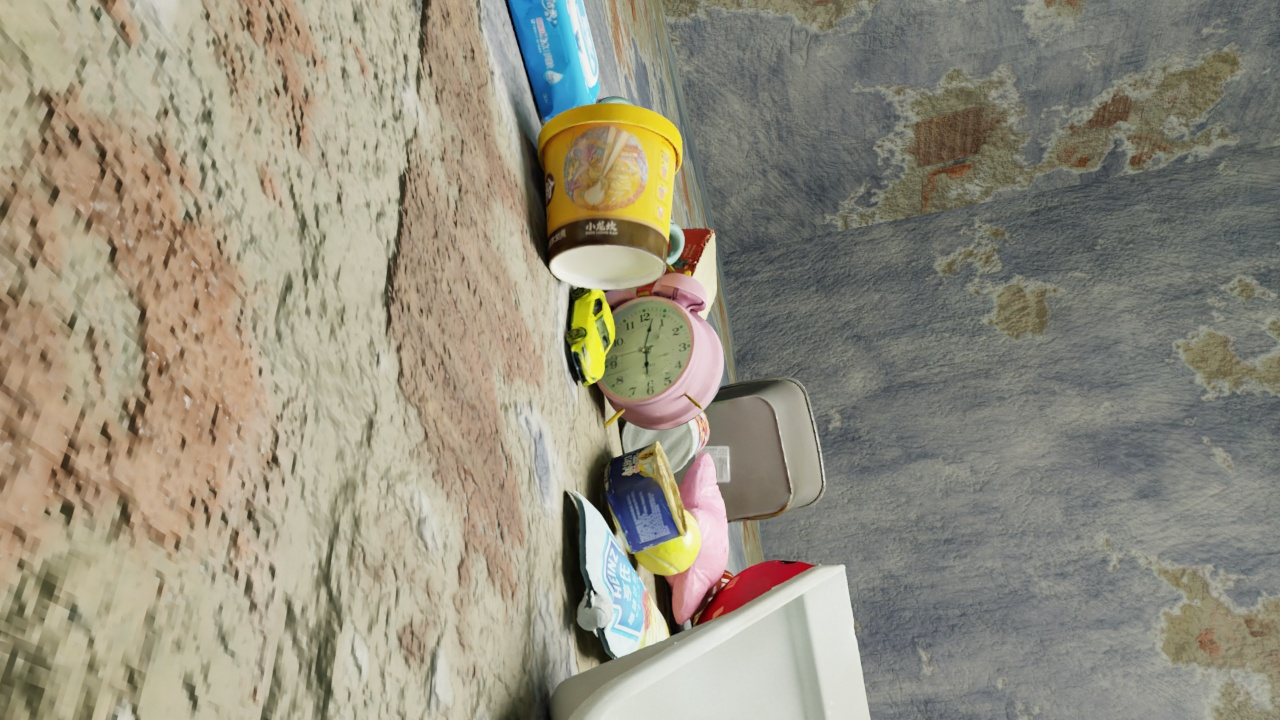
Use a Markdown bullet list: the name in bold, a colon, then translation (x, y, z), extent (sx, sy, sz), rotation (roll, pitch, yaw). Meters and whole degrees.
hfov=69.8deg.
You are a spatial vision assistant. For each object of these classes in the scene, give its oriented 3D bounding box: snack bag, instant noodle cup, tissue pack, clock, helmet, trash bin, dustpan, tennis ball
- **snack bag**: translation (-0.014, 0.186, 0.691), extent (0.191, 0.039, 0.110), rotation (67, 18, -48)
- **instant noodle cup**: translation (-0.025, -0.125, 0.739), extent (0.118, 0.118, 0.114), rotation (54, 34, -70)
- **tissue pack**: translation (-0.072, -0.280, 0.793), extent (0.094, 0.052, 0.157), rotation (-86, 163, -59)
- **clock**: translation (0.010, -0.018, 0.830), extent (0.060, 0.117, 0.158), rotation (42, 39, -57)
- **helmet**: translation (0.118, 0.309, 0.970), extent (0.206, 0.144, 0.240), rotation (-44, 141, -58)
- **trash bin**: translation (0.131, 0.128, 1.237), extent (0.219, 0.199, 0.199), rotation (2, 77, -73)
- **dustpan**: translation (0.046, 0.256, 0.497), extent (0.143, 0.257, 0.222), rotation (170, -90, -76)
- **tennis ball**: translation (0.024, 0.167, 0.855), extent (0.065, 0.065, 0.065), rotation (-9, 89, -81)

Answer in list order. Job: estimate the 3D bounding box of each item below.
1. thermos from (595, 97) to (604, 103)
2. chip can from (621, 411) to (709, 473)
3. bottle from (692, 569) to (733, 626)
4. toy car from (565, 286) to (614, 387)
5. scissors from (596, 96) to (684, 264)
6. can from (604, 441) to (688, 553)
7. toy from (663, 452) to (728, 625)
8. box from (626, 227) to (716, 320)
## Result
- **thermos**: translation (-0.020, -0.189, 0.990), extent (0.199, 0.067, 0.087), rotation (68, 3, -51)
- **chip can**: translation (0.032, 0.080, 0.996), extent (0.214, 0.071, 0.071), rotation (10, 70, -81)
- **bottle**: translation (0.104, 0.323, 1.217), extent (0.174, 0.057, 0.057), rotation (-33, 112, -81)
- **toy car**: translation (-0.040, -0.023, 0.776), extent (0.105, 0.032, 0.048), rotation (-87, 164, -51)
- **scissors**: translation (-0.015, -0.171, 0.866), extent (0.170, 0.019, 0.179), rotation (13, 74, -45)
- **can**: translation (0.005, 0.114, 0.778), extent (0.148, 0.049, 0.074), rotation (-84, 153, -84)
- **toy**: translation (0.059, 0.203, 1.005), extent (0.194, 0.074, 0.179), rotation (-70, 165, -69)
- **box**: translation (0.044, -0.070, 0.952), extent (0.167, 0.077, 0.091), rotation (-64, 155, -56)
